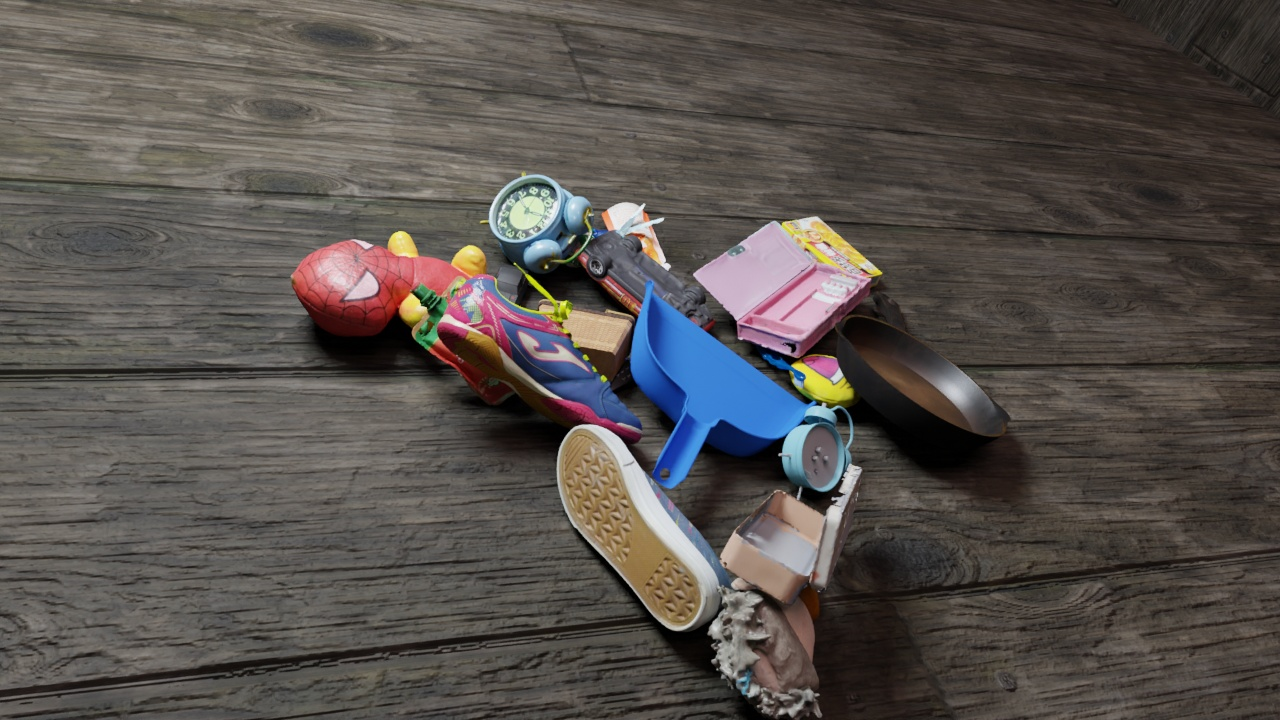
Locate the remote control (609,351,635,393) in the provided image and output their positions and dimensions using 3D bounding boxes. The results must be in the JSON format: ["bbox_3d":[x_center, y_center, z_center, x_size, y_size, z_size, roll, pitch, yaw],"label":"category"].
[{"bbox_3d":[-0.006,0.006,1.081,0.039,0.010,0.124,36,43,21],"label":"remote control"}]

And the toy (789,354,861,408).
[{"bbox_3d":[0.227,0.025,1.120,0.094,0.041,0.095,26,32,16],"label":"toy"}]

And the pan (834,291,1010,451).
[{"bbox_3d":[0.333,0.000,1.164,0.248,0.043,0.355,26,26,-10],"label":"pan"}]

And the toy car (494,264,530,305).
[{"bbox_3d":[-0.162,-0.086,1.110,0.042,0.036,0.091,16,40,-2],"label":"toy car"}]

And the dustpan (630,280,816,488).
[{"bbox_3d":[0.064,0.048,0.995,0.245,0.060,0.256,36,47,-4],"label":"dustpan"}]

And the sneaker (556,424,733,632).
[{"bbox_3d":[0.003,0.157,0.877,0.079,0.088,0.235,13,31,-52],"label":"sneaker"}]

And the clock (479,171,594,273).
[{"bbox_3d":[-0.122,-0.170,1.157,0.162,0.060,0.118,31,81,31],"label":"clock"}]

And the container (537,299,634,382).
[{"bbox_3d":[-0.068,-0.019,1.042,0.114,0.063,0.061,11,44,3],"label":"container"}]

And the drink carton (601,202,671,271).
[{"bbox_3d":[-0.006,-0.162,1.261,0.069,0.039,0.122,-3,50,-20],"label":"drink carton"}]

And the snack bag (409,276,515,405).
[{"bbox_3d":[-0.182,-0.026,0.968,0.155,0.044,0.087,46,67,-23],"label":"snack bag"}]

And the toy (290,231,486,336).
[{"bbox_3d":[-0.271,-0.075,1.013,0.216,0.099,0.147,0,33,-22],"label":"toy"}]

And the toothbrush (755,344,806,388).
[{"bbox_3d":[0.170,0.002,1.121,0.021,0.016,0.132,-7,23,-15],"label":"toothbrush"}]

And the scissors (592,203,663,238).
[{"bbox_3d":[-0.036,-0.177,1.246,0.110,0.015,0.132,25,65,25],"label":"scissors"}]

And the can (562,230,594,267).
[{"bbox_3d":[-0.099,-0.168,1.213,0.053,0.053,0.101,-13,49,-31],"label":"can"}]

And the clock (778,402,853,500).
[{"bbox_3d":[0.201,0.095,1.003,0.042,0.087,0.122,-4,25,48],"label":"clock"}]

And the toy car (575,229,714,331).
[{"bbox_3d":[0.006,-0.091,1.153,0.189,0.056,0.081,42,43,11],"label":"toy car"}]

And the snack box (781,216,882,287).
[{"bbox_3d":[0.280,-0.157,1.359,0.075,0.025,0.152,-15,49,-33],"label":"snack box"}]

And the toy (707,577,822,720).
[{"bbox_3d":[0.114,0.238,0.809,0.132,0.076,0.175,63,30,-3],"label":"toy"}]

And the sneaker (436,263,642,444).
[{"bbox_3d":[-0.085,-0.001,0.935,0.241,0.116,0.091,36,67,-20],"label":"sneaker"}]

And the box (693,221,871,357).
[{"bbox_3d":[0.189,-0.092,1.216,0.179,0.059,0.232,36,41,19],"label":"box"}]

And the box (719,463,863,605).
[{"bbox_3d":[0.143,0.154,0.848,0.107,0.094,0.216,2,4,19],"label":"box"}]
